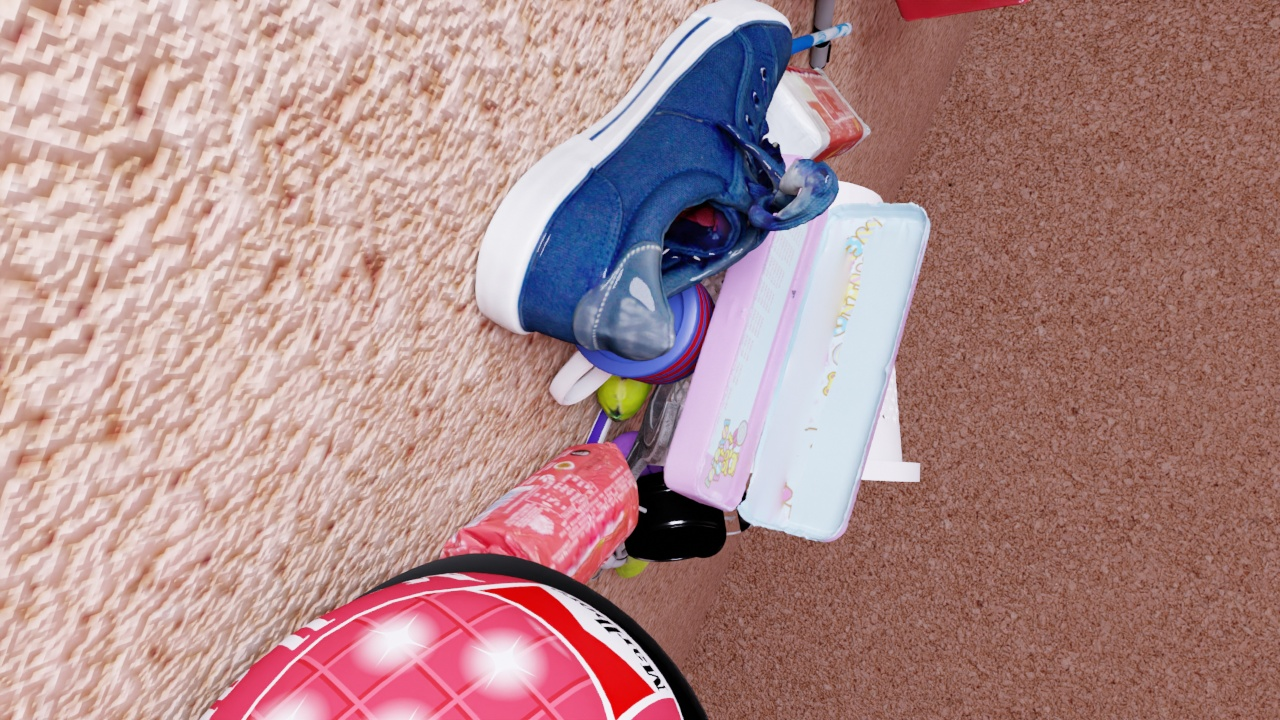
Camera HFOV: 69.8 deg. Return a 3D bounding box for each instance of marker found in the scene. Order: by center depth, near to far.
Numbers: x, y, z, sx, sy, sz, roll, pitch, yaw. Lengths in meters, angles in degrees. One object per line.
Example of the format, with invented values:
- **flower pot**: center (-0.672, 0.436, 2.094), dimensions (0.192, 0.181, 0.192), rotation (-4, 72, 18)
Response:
- **marker**: center (0.140, -0.257, 0.733), dimensions (0.141, 0.013, 0.013), rotation (-36, 149, -48)
- **marker**: center (0.152, -0.291, 0.754), dimensions (0.016, 0.016, 0.140), rotation (-61, 165, -16)

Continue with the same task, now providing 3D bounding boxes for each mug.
- **mug**: center (-0.011, -0.013, 0.544), dimensions (0.112, 0.075, 0.076), rotation (-41, 168, 7)

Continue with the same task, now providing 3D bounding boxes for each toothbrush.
- **toothbrush**: center (-0.051, 0.116, 0.703), dimensions (0.015, 0.016, 0.187), rotation (-36, 146, -64)

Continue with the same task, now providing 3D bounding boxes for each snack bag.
- **snack bag**: center (-0.053, 0.106, 0.551), dimensions (0.176, 0.082, 0.082), rotation (-35, 147, -64)
- **snack bag**: center (0.129, -0.193, 0.714), dimensions (0.041, 0.077, 0.224), rotation (-39, 178, 25)

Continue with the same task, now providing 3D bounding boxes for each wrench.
- **wrench**: center (-0.024, 0.110, 0.678), dimensions (0.069, 0.010, 0.274), rotation (-83, -166, -46)

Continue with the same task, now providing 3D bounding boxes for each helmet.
- **helmet**: center (-0.071, 0.189, 0.355), dimensions (0.270, 0.198, 0.225), rotation (-34, 146, -35)

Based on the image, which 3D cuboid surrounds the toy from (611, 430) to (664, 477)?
- **toy**: center (-0.003, 0.089, 0.747), dimensions (0.106, 0.056, 0.088), rotation (-40, 148, -18)

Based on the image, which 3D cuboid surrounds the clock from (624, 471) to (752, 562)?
- **clock**: center (0.037, 0.123, 0.714), dimensions (0.091, 0.120, 0.042), rotation (127, -38, -50)

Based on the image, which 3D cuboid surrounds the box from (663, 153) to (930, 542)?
- **box**: center (0.099, -0.007, 0.536), dimensions (0.089, 0.093, 0.214), rotation (35, 70, -58)

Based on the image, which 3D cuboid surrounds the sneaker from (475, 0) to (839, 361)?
- **sneaker**: center (0.045, -0.099, 0.475), dimensions (0.293, 0.127, 0.121), rotation (-55, 164, -41)

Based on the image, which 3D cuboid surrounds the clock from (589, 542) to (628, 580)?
- **clock**: center (-0.017, 0.143, 0.833), dimensions (0.122, 0.035, 0.094), rotation (-65, 166, -4)

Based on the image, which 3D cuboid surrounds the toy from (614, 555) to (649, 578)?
- **toy**: center (0.001, 0.186, 0.958), dimensions (0.118, 0.043, 0.092), rotation (81, 34, -70)

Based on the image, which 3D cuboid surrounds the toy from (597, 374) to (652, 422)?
- **toy**: center (-0.004, 0.004, 0.650), dimensions (0.094, 0.036, 0.093), rotation (101, 13, -63)

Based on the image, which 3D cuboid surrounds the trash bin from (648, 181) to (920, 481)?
- **trash bin**: center (0.106, -0.018, 0.674), dimensions (0.195, 0.196, 0.199), rotation (25, 68, -76)

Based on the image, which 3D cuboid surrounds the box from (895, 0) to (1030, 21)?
- **box**: center (0.261, -0.406, 0.786), dimensions (0.165, 0.152, 0.157), rotation (46, 62, -35)

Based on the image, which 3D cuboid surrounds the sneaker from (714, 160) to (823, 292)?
- **sneaker**: center (0.118, -0.085, 0.861), dimensions (0.160, 0.093, 0.257), rotation (-57, 165, -62)
